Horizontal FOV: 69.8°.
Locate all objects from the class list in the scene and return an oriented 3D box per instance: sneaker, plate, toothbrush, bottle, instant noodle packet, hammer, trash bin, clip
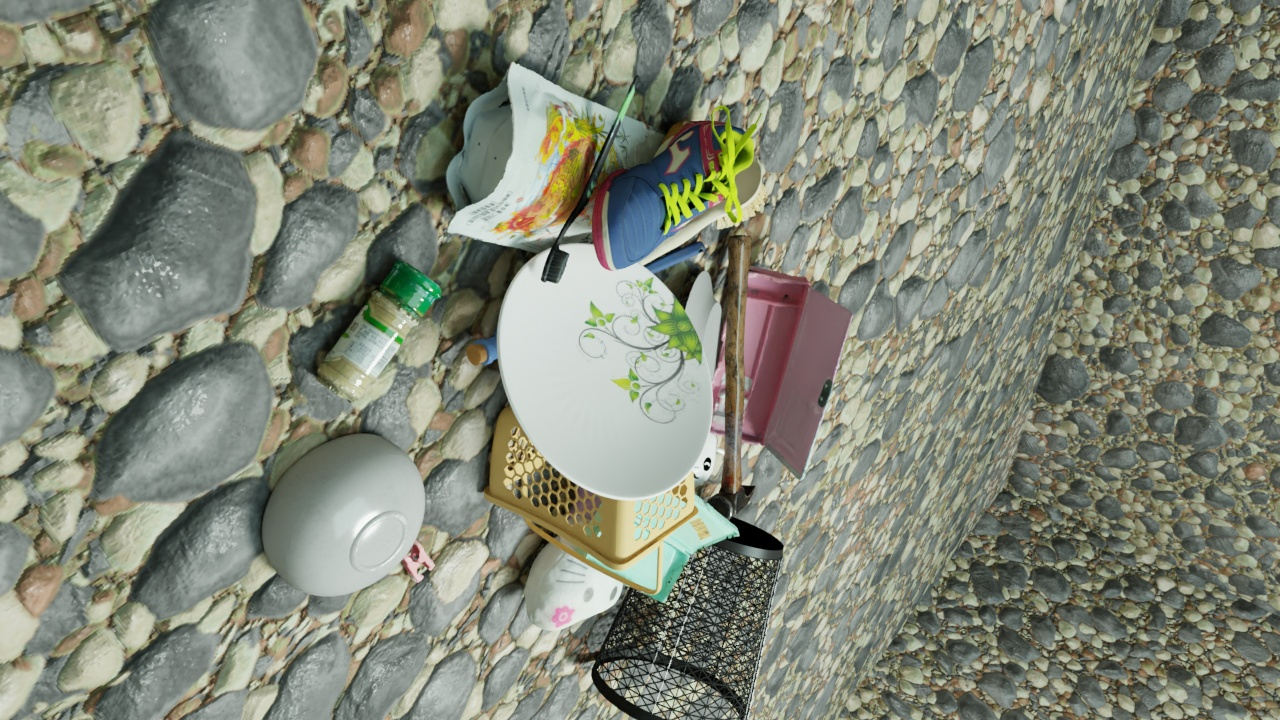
[{"bbox_3d":[0.037,-0.156,0.814,0.241,0.091,0.116,-54,145,-46],"label":"sneaker"},{"bbox_3d":[0.071,-0.015,1.041,0.172,0.019,0.173,10,89,-75],"label":"plate"},{"bbox_3d":[-0.038,-0.148,0.755,0.188,0.017,0.014,-65,170,-1],"label":"toothbrush"},{"bbox_3d":[0.008,-0.091,0.955,0.189,0.017,0.016,-29,136,-42],"label":"toothbrush"},{"bbox_3d":[-0.100,-0.021,0.820,0.130,0.048,0.048,-23,132,-47],"label":"bottle"},{"bbox_3d":[-0.055,-0.151,0.784,0.268,0.057,0.147,1,115,-62],"label":"instant noodle packet"},{"bbox_3d":[0.114,0.018,1.087,0.119,0.033,0.330,-19,112,-67],"label":"hammer"},{"bbox_3d":[-0.196,-0.021,0.686,0.110,0.043,0.042,-55,148,-8],"label":"bottle"},{"bbox_3d":[-0.031,0.010,0.792,0.229,0.030,0.229,18,61,-35],"label":"plate"},{"bbox_3d":[0.075,0.334,1.219,0.216,0.217,0.243,12,97,-58],"label":"trash bin"},{"bbox_3d":[-0.213,0.189,0.845,0.041,0.023,0.059,-53,150,-21],"label":"clip"}]

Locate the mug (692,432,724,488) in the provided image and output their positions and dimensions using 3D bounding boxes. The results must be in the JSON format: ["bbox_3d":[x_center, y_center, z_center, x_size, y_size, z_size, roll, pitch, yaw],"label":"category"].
[{"bbox_3d":[0.058,0.119,1.107,0.123,0.090,0.076,24,85,-31],"label":"mug"}]

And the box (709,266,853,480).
[{"bbox_3d":[0.169,0.011,1.134,0.075,0.173,0.234,-26,135,-52],"label":"box"}]

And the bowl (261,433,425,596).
[{"bbox_3d":[-0.227,0.130,0.735,0.131,0.064,0.132,-35,140,-37],"label":"bowl"}]

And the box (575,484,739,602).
[{"bbox_3d":[0.020,0.192,1.005,0.138,0.056,0.187,-46,141,-1],"label":"box"}]

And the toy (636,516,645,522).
[{"bbox_3d":[-0.014,0.176,1.109,0.087,0.050,0.112,-61,154,-2],"label":"toy"}]

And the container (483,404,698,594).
[{"bbox_3d":[-0.046,0.127,0.887,0.128,0.183,0.167,-25,126,-45],"label":"container"}]

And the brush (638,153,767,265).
[{"bbox_3d":[0.039,-0.131,0.924,0.271,0.062,0.077,-40,134,-34],"label":"brush"}]

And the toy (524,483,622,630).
[{"bbox_3d":[-0.057,0.197,1.023,0.137,0.085,0.209,14,100,-56],"label":"toy"}]
